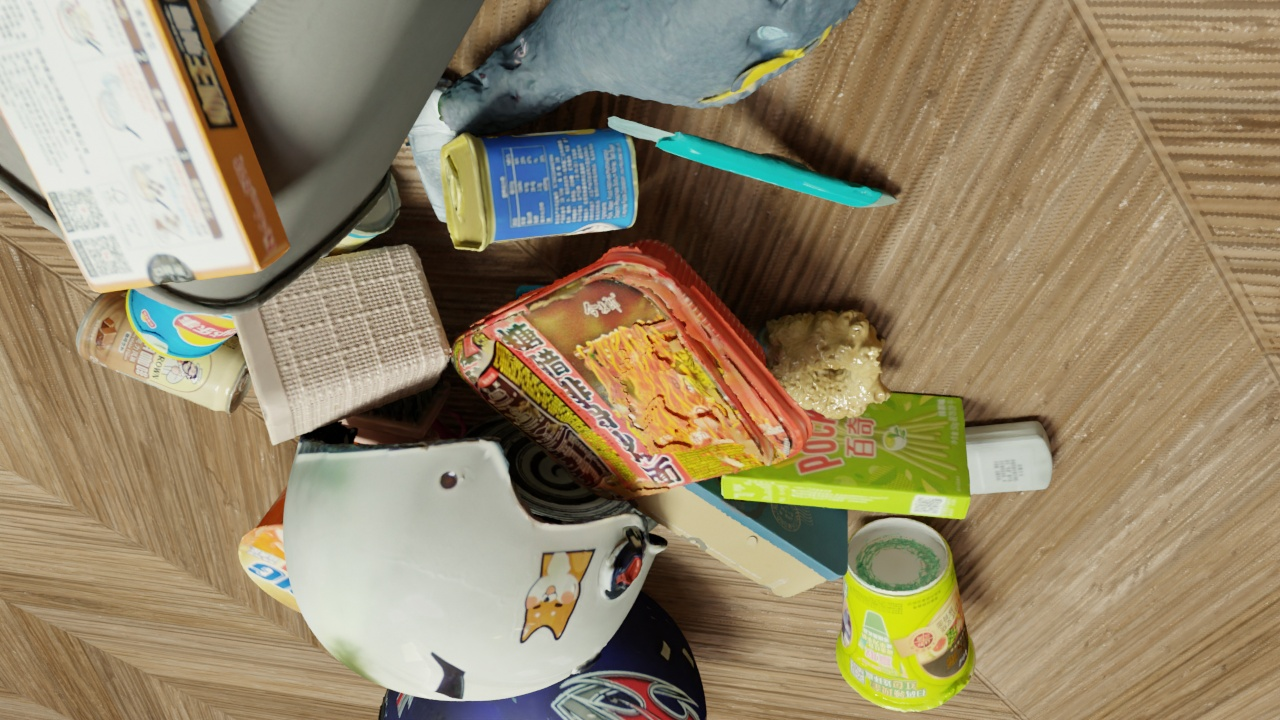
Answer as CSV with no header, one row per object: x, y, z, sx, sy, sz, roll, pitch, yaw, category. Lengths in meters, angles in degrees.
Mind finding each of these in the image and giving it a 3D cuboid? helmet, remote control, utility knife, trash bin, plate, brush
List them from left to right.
-0.162,-0.174,0.380,0.199,0.198,0.220,41,125,-13,trash bin
-0.222,0.027,0.690,0.146,0.063,0.073,9,126,6,brush
-0.119,0.149,0.623,0.230,0.156,0.274,3,157,40,helmet
-0.062,0.093,0.743,0.179,0.024,0.180,6,136,6,plate
-0.058,0.314,0.819,0.241,0.247,0.315,-35,128,13,helmet
0.041,-0.016,0.603,0.255,0.045,0.083,13,140,7,brush
0.062,-0.102,0.478,0.181,0.013,0.029,8,174,-30,utility knife
0.212,0.073,0.656,0.150,0.021,0.058,-8,132,21,remote control

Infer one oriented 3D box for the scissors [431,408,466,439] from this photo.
-0.135,0.081,0.761,0.137,0.017,0.074,35,123,-26,scissors

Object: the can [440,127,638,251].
-0.056,-0.091,0.487,0.083,0.102,0.057,-9,100,-19,can

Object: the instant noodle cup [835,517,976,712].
0.206,0.194,0.727,0.112,0.111,0.123,-3,126,17,instant noodle cup

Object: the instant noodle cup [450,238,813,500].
-0.003,0.003,0.554,0.189,0.078,0.164,-20,123,42,instant noodle cup

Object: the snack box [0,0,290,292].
-0.182,-0.099,0.310,0.075,0.026,0.154,-6,117,14,snack box

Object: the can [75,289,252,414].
-0.354,-0.007,0.692,0.116,0.058,0.059,24,135,-10,can

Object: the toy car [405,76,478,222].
-0.114,-0.121,0.535,0.043,0.034,0.091,3,133,15,toy car

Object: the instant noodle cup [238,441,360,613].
-0.241,0.140,0.774,0.151,0.111,0.152,7,136,7,instant noodle cup

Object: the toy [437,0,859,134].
0.031,-0.187,0.387,0.138,0.091,0.358,42,133,-12,toy

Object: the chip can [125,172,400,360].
-0.249,-0.069,0.594,0.211,0.071,0.071,-25,124,33,chip can

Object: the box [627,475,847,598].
0.078,0.103,0.674,0.184,0.089,0.061,31,133,-21,box

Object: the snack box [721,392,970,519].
0.136,0.058,0.615,0.156,0.085,0.026,4,137,11,snack box

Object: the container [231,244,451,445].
-0.183,-0.012,0.560,0.110,0.090,0.090,-17,170,-22,container
